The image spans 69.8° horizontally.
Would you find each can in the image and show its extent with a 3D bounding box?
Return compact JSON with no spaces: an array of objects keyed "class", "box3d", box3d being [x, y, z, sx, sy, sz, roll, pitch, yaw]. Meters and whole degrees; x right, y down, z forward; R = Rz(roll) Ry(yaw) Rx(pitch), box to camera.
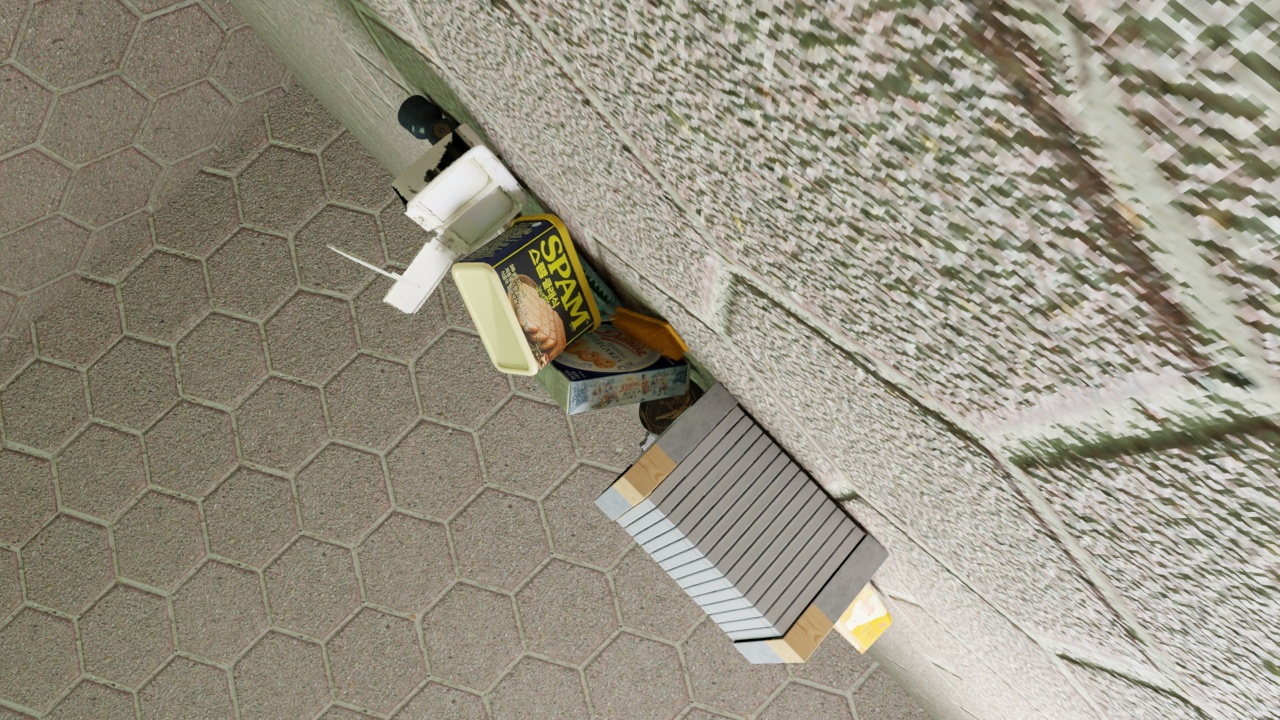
[{"class":"can","box3d":[-0.116,-0.066,0.942,0.075,0.104,0.135,5,126,42]}]

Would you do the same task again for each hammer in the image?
[{"class":"hammer","box3d":[-0.176,-0.194,1.112,0.129,0.040,0.322,39,174,20]}]

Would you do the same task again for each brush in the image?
[{"class":"brush","box3d":[-0.006,-0.032,0.945,0.126,0.017,0.048,21,158,47]}]

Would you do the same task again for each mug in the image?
[{"class":"mug","box3d":[0.041,0.088,1.134,0.107,0.116,0.080,50,-169,-51]}]

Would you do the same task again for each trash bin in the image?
[{"class":"trash bin","box3d":[0.100,0.175,0.964,0.247,0.142,0.143,45,157,3]}]

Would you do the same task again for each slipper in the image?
[{"class":"slipper","box3d":[-0.094,-0.089,1.094,0.116,0.069,0.276,44,177,-20]}]

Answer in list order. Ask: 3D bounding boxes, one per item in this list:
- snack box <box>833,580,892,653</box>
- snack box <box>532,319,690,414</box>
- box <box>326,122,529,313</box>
[{"class":"snack box","box3d":[0.251,0.292,1.236,0.145,0.080,0.195,41,174,43]},{"class":"snack box","box3d":[-0.043,0.002,1.016,0.144,0.144,0.043,39,131,52]},{"class":"box","box3d":[-0.192,-0.125,0.895,0.080,0.180,0.143,51,-176,19]}]
